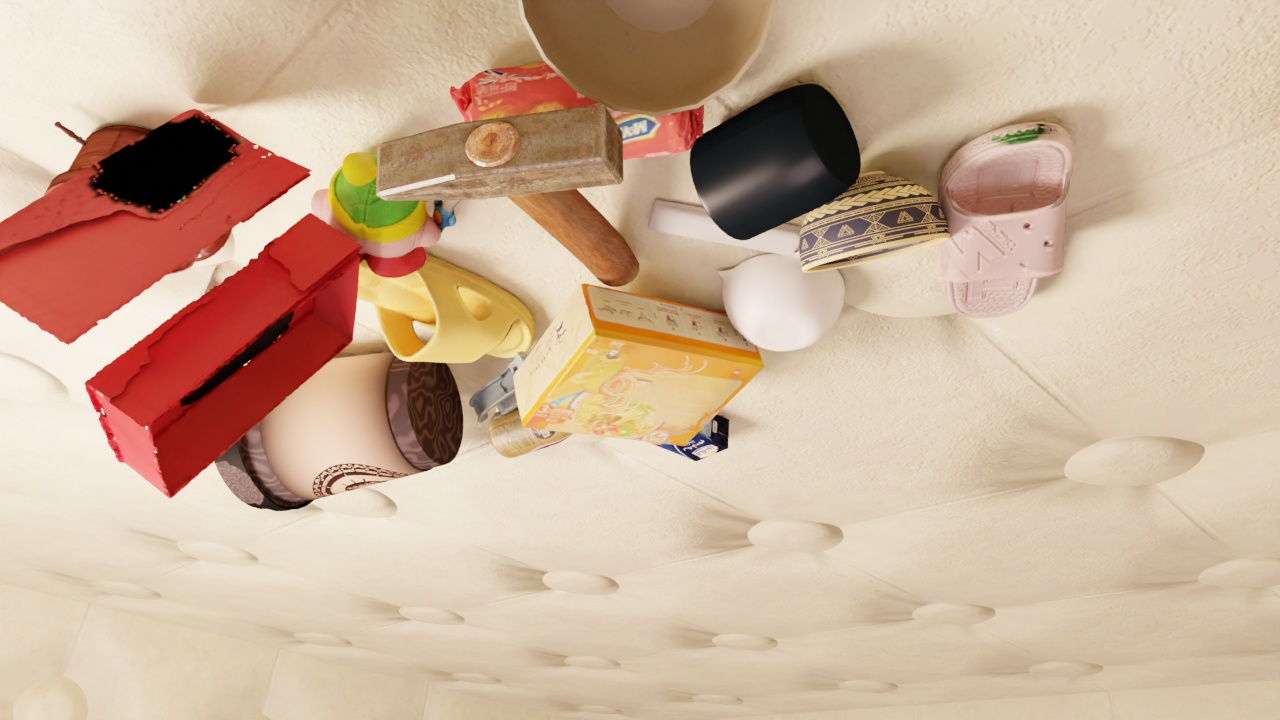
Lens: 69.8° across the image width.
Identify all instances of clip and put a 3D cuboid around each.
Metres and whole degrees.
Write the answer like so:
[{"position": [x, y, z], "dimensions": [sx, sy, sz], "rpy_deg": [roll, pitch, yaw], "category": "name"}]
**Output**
[{"position": [-0.147, 0.029, 0.992], "dimensions": [0.112, 0.028, 0.163], "rpy_deg": [-21, 167, -43], "category": "clip"}]

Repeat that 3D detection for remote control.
[{"position": [0.072, -0.112, 0.783], "dimensions": [0.131, 0.012, 0.033], "rpy_deg": [10, 150, -7], "category": "remote control"}]

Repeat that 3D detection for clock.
[{"position": [-0.420, -0.128, 0.777], "dimensions": [0.120, 0.072, 0.158], "rpy_deg": [5, 149, 1], "category": "clock"}]

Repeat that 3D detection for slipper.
[{"position": [-0.210, -0.047, 0.878], "dimensions": [0.263, 0.078, 0.100], "rpy_deg": [27, 140, -36], "category": "slipper"}, {"position": [0.288, -0.090, 0.737], "dimensions": [0.094, 0.064, 0.239], "rpy_deg": [-3, 150, 14], "category": "slipper"}]

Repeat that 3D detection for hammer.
[{"position": [-0.060, -0.105, 0.695], "dimensions": [0.158, 0.037, 0.300], "rpy_deg": [-3, 170, 14], "category": "hammer"}]

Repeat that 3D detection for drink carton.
[{"position": [0.040, 0.076, 1.086], "dimensions": [0.130, 0.040, 0.064], "rpy_deg": [24, 146, -29], "category": "drink carton"}]

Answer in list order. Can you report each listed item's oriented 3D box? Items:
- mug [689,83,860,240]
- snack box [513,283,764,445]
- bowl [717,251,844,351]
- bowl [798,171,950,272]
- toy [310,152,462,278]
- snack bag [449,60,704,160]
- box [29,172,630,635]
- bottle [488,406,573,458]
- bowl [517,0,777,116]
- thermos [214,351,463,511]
[{"position": [0.109, -0.143, 0.669], "dimensions": [0.095, 0.085, 0.121], "rpy_deg": [-21, 169, 38], "category": "mug"}, {"position": [-0.005, 0.005, 0.889], "dimensions": [0.195, 0.080, 0.145], "rpy_deg": [10, 137, -33], "category": "snack box"}, {"position": [0.132, -0.045, 0.850], "dimensions": [0.115, 0.050, 0.115], "rpy_deg": [4, 150, 2], "category": "bowl"}, {"position": [0.175, -0.111, 0.709], "dimensions": [0.112, 0.061, 0.112], "rpy_deg": [-12, 179, 0], "category": "bowl"}, {"position": [-0.207, -0.121, 0.739], "dimensions": [0.124, 0.096, 0.132], "rpy_deg": [20, 129, -6], "category": "toy"}, {"position": [-0.040, -0.173, 0.639], "dimensions": [0.176, 0.082, 0.082], "rpy_deg": [-3, 149, 16], "category": "snack bag"}, {"position": [-0.217, 0.039, 0.679], "dimensions": [0.351, 0.216, 0.198], "rpy_deg": [33, 144, 7], "category": "box"}, {"position": [-0.096, 0.066, 1.076], "dimensions": [0.166, 0.059, 0.059], "rpy_deg": [-19, 143, 22], "category": "bottle"}, {"position": [0.006, -0.225, 0.535], "dimensions": [0.152, 0.050, 0.153], "rpy_deg": [8, 129, 9], "category": "bowl"}, {"position": [-0.329, 0.071, 1.023], "dimensions": [0.226, 0.172, 0.173], "rpy_deg": [-11, 147, 14], "category": "thermos"}]
